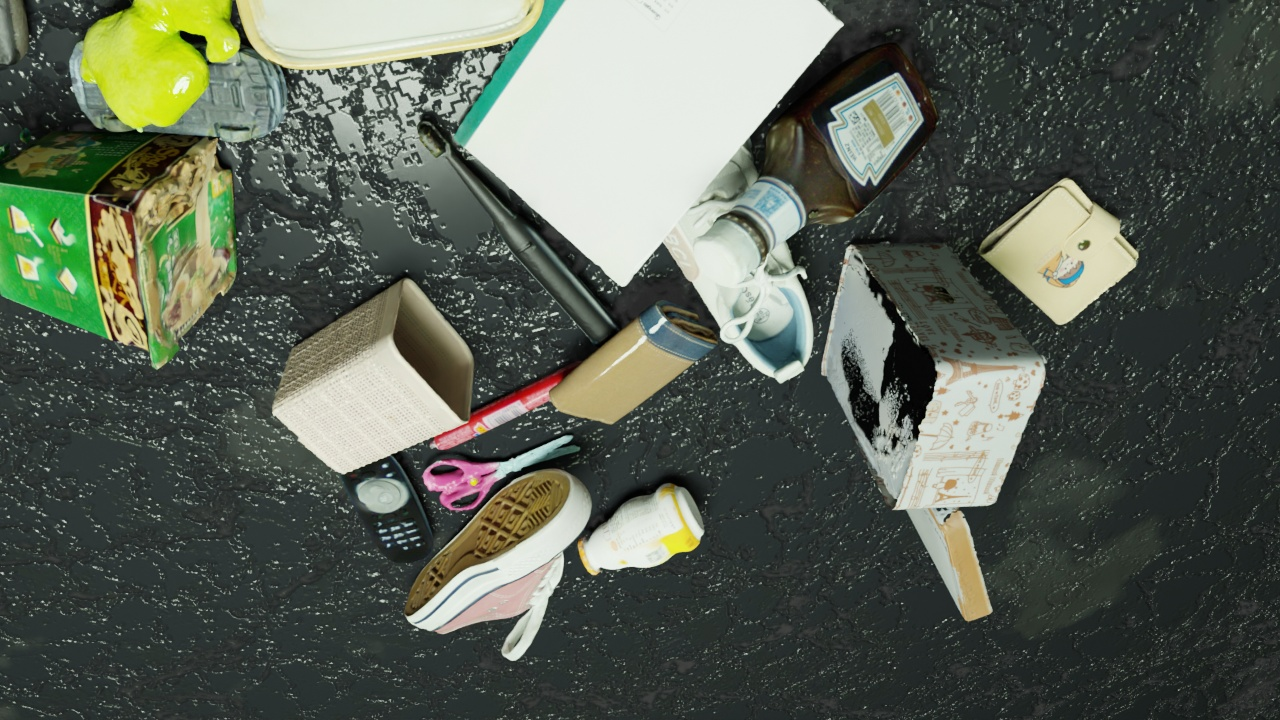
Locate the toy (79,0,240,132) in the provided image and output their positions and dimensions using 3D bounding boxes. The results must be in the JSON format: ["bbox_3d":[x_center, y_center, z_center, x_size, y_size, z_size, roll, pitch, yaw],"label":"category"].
[{"bbox_3d":[-0.263,-0.171,0.501,0.097,0.031,0.100,22,106,11],"label":"toy"}]

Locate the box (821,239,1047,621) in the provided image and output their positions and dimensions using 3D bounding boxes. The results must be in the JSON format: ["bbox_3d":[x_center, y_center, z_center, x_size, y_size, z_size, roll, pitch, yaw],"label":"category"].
[{"bbox_3d":[0.216,0.059,0.708,0.110,0.178,0.260,-3,127,-8],"label":"box"}]

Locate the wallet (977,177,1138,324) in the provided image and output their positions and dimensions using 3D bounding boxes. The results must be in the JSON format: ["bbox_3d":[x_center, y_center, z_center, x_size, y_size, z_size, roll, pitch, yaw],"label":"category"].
[{"bbox_3d":[0.332,-0.084,0.718,0.115,0.024,0.087,32,115,-27],"label":"wallet"}]

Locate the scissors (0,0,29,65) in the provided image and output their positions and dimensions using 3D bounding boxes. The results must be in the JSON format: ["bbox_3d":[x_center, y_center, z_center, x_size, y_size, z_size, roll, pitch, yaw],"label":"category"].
[{"bbox_3d":[-0.329,-0.259,0.477,0.234,0.021,0.221,22,115,-23],"label":"scissors"}]

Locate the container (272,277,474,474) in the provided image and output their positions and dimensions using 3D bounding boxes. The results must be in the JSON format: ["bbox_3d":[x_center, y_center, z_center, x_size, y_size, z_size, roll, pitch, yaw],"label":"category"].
[{"bbox_3d":[-0.193,0.016,0.663,0.111,0.089,0.090,-26,127,13],"label":"container"}]

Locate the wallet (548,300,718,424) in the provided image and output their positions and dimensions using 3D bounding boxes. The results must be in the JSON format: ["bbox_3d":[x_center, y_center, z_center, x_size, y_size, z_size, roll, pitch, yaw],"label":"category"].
[{"bbox_3d":[-0.004,0.004,0.705,0.115,0.033,0.090,-40,153,19],"label":"wallet"}]

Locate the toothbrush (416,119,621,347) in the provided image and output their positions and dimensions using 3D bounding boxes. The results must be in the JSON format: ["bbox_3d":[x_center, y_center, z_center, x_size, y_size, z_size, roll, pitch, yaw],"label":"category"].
[{"bbox_3d":[-0.082,-0.084,0.643,0.026,0.027,0.212,-28,127,19],"label":"toothbrush"}]

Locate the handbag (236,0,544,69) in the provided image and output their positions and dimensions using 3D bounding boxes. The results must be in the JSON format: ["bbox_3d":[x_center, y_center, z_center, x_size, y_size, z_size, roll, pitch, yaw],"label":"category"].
[{"bbox_3d":[-0.142,-0.257,0.493,0.163,0.063,0.179,-9,113,-4],"label":"handbag"}]

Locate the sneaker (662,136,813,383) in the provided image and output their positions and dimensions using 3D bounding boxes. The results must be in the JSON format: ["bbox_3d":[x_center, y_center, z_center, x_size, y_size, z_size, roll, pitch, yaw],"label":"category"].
[{"bbox_3d":[0.059,-0.080,0.632,0.089,0.090,0.242,-25,126,8],"label":"sneaker"}]

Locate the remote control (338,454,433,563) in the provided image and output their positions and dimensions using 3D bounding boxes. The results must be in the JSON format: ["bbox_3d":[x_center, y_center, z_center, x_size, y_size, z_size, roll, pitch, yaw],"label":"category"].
[{"bbox_3d":[-0.214,0.120,0.777,0.053,0.024,0.136,-12,127,1],"label":"remote control"}]

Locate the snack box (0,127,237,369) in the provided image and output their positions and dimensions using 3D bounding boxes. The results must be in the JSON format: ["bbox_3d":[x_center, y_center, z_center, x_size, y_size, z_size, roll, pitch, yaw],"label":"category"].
[{"bbox_3d":[-0.325,-0.079,0.563,0.105,0.118,0.118,11,124,-3],"label":"snack box"}]

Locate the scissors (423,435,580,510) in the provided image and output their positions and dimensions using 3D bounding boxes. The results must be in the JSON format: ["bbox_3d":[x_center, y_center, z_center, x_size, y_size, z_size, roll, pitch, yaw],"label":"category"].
[{"bbox_3d":[-0.113,0.097,0.785,0.137,0.017,0.073,-14,133,-5],"label":"scissors"}]

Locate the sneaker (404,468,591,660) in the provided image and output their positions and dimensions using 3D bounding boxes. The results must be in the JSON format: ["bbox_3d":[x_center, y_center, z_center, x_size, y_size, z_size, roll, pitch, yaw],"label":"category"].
[{"bbox_3d":[-0.108,0.177,0.786,0.088,0.118,0.242,34,127,-23],"label":"sneaker"}]

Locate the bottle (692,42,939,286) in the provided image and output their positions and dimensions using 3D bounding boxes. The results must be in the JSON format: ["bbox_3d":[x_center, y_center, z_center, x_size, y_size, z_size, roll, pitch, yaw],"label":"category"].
[{"bbox_3d":[0.108,-0.118,0.571,0.194,0.044,0.080,-44,109,-22],"label":"bottle"}]

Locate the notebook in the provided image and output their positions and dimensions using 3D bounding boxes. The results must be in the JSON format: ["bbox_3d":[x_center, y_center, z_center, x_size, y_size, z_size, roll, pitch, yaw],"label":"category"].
[{"bbox_3d":[-0.003,-0.169,0.563,0.150,0.012,0.210,41,113,-3],"label":"notebook"}]

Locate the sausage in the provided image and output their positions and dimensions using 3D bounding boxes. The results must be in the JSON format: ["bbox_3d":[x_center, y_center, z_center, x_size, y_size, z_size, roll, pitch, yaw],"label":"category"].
[{"bbox_3d":[-0.103,0.036,0.736,0.156,0.020,0.020,-26,127,9],"label":"sausage"}]

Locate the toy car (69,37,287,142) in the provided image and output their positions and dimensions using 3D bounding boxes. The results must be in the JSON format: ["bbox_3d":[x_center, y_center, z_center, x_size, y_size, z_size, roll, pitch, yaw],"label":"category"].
[{"bbox_3d":[-0.274,-0.163,0.547,0.120,0.036,0.054,3,119,0],"label":"toy car"}]

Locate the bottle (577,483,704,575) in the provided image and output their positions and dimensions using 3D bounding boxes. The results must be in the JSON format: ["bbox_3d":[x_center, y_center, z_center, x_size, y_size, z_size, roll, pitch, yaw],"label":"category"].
[{"bbox_3d":[-0.001,0.153,0.813,0.108,0.063,0.063,-25,127,9],"label":"bottle"}]
